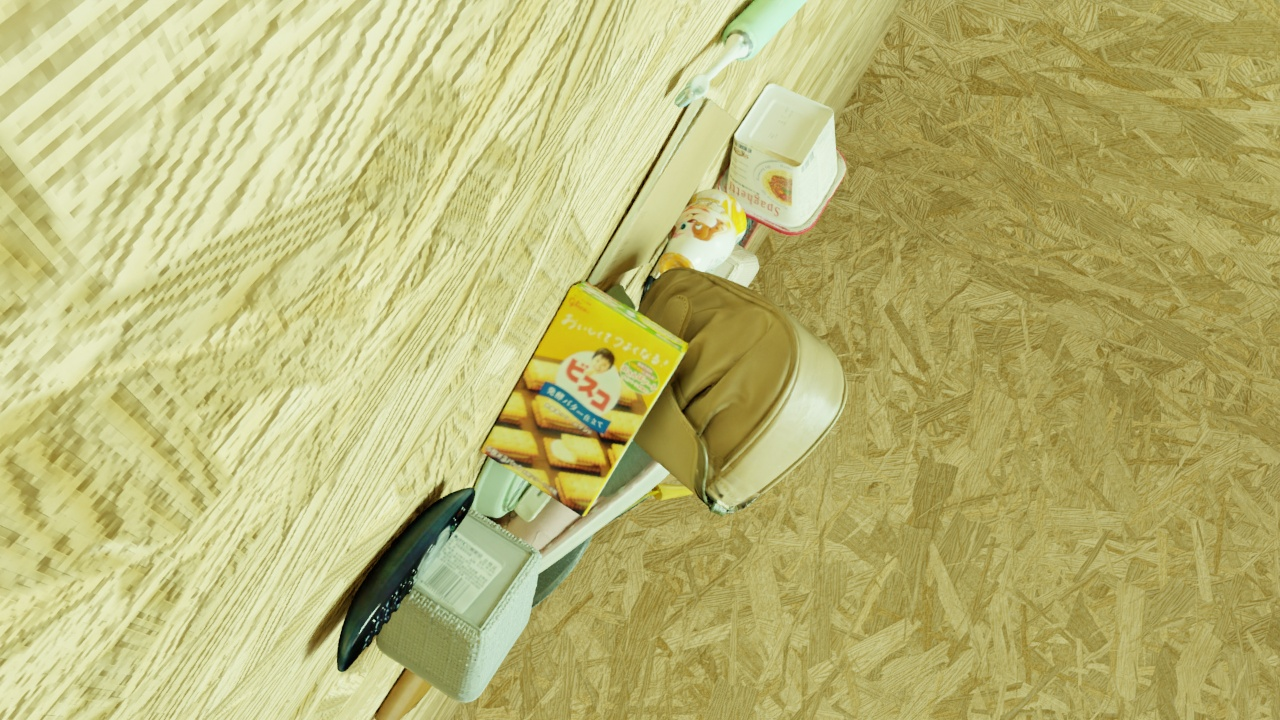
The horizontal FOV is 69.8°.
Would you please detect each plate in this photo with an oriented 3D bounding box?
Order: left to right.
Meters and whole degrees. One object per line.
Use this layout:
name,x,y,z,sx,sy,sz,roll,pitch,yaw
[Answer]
plate,-0.114,0.185,0.933,0.180,0.024,0.179,-34,-156,17
plate,-0.068,0.038,0.779,0.230,0.027,0.230,-57,175,-9

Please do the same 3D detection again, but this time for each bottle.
bottle,0.055,-0.112,0.853,0.108,0.063,0.063,-54,174,-41

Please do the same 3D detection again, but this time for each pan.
pan,-0.012,0.190,1.198,0.356,0.078,0.198,-27,174,-29

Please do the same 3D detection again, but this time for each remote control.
remote control,-0.145,0.125,0.555,0.136,0.024,0.053,-55,173,-45

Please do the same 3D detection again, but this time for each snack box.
snack box,-0.039,0.027,0.629,0.140,0.087,0.033,-59,176,14

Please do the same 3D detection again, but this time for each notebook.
notebook,0.024,-0.131,0.719,0.150,0.012,0.211,-58,176,15

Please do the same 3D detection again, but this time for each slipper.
slipper,-0.077,0.134,0.842,0.275,0.054,0.114,-35,-167,15

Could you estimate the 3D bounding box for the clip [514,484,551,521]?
clip,-0.064,0.084,0.752,0.099,0.035,0.098,-47,176,-24

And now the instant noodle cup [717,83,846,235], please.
instant noodle cup,0.148,-0.211,0.953,0.116,0.116,0.124,-57,164,-12

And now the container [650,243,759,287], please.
container,0.064,-0.090,0.967,0.090,0.090,0.110,-59,173,12

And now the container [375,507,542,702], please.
container,-0.127,0.167,0.646,0.090,0.090,0.115,-55,172,-38

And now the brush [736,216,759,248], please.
brush,0.102,-0.146,1.147,0.145,0.063,0.069,-59,164,-11

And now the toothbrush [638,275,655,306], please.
toothbrush,-0.005,0.005,0.800,0.014,0.018,0.188,92,10,-62

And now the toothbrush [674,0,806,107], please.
toothbrush,0.076,-0.218,0.596,0.027,0.026,0.223,-31,-163,46

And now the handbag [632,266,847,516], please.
handbag,0.046,0.012,0.676,0.148,0.099,0.204,-60,-146,4

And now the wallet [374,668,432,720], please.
wallet,-0.230,0.328,1.004,0.130,0.035,0.119,-57,170,-5
